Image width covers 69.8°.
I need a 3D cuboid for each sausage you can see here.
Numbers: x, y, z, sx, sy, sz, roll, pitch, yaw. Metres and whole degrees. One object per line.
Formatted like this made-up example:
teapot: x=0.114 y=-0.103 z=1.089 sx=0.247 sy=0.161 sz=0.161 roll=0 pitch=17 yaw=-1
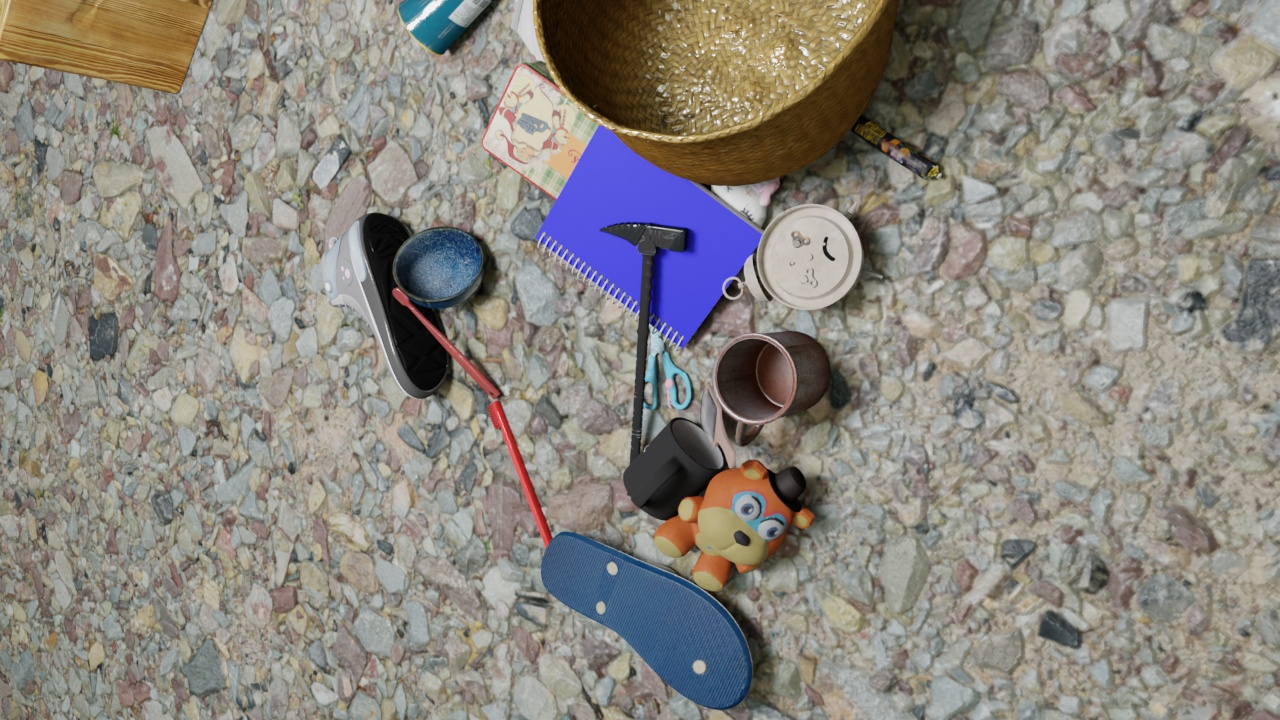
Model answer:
sausage: x=0.232 y=-0.221 z=0.904 sx=0.155 sy=0.020 sz=0.020 roll=42 pitch=113 yaw=21

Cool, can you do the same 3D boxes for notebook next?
notebook: x=0.004 y=-0.132 z=0.999 sx=0.209 sy=0.022 sz=0.172 roll=37 pitch=120 yaw=4

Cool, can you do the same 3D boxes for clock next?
clock: x=0.158 y=-0.096 z=0.936 sx=0.157 sy=0.061 sz=0.103 roll=-19 pitch=84 yaw=23

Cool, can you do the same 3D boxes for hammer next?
hammer: x=-0.006 y=0.006 z=1.029 sx=0.095 sy=0.015 sz=0.325 roll=10 pitch=111 yaw=16

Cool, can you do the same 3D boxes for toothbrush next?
toothbrush: x=-0.247 y=-0.024 z=1.175 sx=0.190 sy=0.016 sz=0.016 roll=47 pitch=126 yaw=-3
toothbrush: x=-0.152 y=0.152 z=1.167 sx=0.018 sy=0.012 sz=0.212 roll=-27 pitch=80 yaw=29

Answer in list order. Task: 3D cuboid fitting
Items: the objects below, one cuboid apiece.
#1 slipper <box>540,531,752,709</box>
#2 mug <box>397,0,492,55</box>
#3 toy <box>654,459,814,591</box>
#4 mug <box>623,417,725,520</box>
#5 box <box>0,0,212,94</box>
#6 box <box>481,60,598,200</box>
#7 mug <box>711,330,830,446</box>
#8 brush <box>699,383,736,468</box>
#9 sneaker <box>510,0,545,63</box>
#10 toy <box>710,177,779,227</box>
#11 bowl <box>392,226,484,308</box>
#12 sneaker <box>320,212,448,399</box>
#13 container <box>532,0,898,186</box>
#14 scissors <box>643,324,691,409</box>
slipper: x=0.010 y=0.284 z=1.056 sx=0.295 sy=0.060 sz=0.118 roll=24 pitch=102 yaw=29
mug: x=-0.229 y=-0.446 z=1.133 sx=0.122 sy=0.078 sz=0.078 roll=-32 pitch=78 yaw=24
toy: x=0.102 y=0.168 z=0.971 sx=0.112 sy=0.096 sz=0.176 roll=42 pitch=107 yaw=-9
mug: x=0.029 y=0.124 z=0.998 sx=0.078 sy=0.113 sz=0.088 roll=46 pitch=115 yaw=10
box: x=-0.853 y=-0.630 z=1.372 sx=0.336 sy=0.278 sz=0.287 roll=44 pitch=113 yaw=22
box: x=-0.070 y=-0.234 z=1.024 sx=0.205 sy=0.050 sz=0.118 roll=37 pitch=124 yaw=3
mug: x=0.130 y=0.030 z=0.936 sx=0.096 sy=0.110 sz=0.123 roll=30 pitch=109 yaw=31
brush: x=0.079 y=0.074 z=0.964 sx=0.015 sy=0.135 sz=0.050 roll=0 pitch=114 yaw=-8
sneaker: x=-0.111 y=-0.411 z=1.050 sx=0.089 sy=0.099 sz=0.236 roll=-4 pitch=94 yaw=17
toy: x=0.098 y=-0.168 z=0.978 sx=0.123 sy=0.037 sz=0.079 roll=-35 pitch=79 yaw=32
bowl: x=-0.252 y=-0.108 z=1.170 sx=0.114 sy=0.061 sz=0.114 roll=-1 pitch=59 yaw=1
sneaker: x=-0.357 y=-0.059 z=1.238 sx=0.161 sy=0.092 sz=0.256 roll=-20 pitch=85 yaw=39
container: x=0.078 y=-0.315 z=0.859 sx=0.307 sy=0.196 sz=0.306 roll=-3 pitch=81 yaw=17
scissors: x=0.014 y=-0.007 z=1.060 sx=0.076 sy=0.015 sz=0.141 roll=-19 pitch=78 yaw=31
